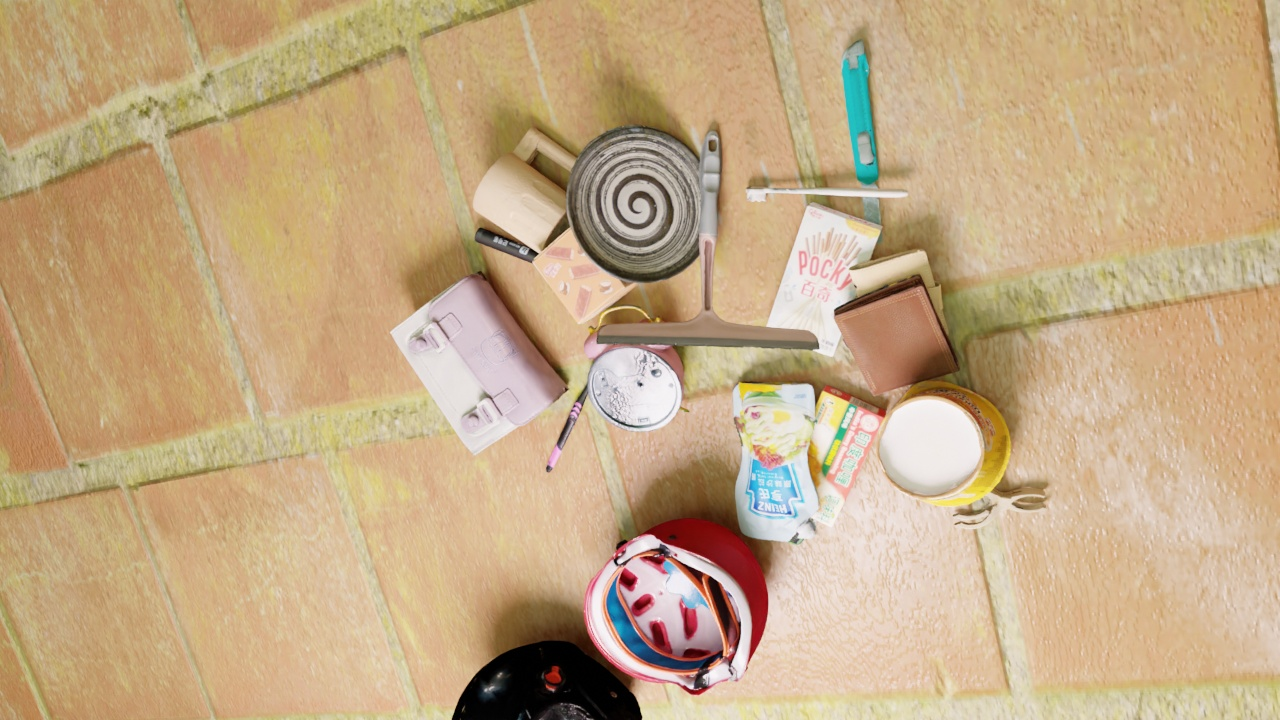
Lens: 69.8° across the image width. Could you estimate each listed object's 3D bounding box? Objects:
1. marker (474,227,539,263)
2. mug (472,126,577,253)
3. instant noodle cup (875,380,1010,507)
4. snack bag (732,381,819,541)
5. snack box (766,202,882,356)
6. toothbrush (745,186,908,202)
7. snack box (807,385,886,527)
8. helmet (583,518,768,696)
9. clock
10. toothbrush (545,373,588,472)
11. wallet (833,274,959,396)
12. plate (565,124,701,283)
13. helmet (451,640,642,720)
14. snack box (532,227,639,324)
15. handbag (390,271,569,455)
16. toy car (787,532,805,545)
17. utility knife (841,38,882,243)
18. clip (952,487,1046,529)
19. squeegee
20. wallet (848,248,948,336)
[{"bbox_3d":[-0.149,-0.136,1.159,0.132,0.020,0.022,23,141,12],"label":"marker"},{"bbox_3d":[-0.124,-0.203,1.105,0.103,0.084,0.124,36,88,6],"label":"mug"},{"bbox_3d":[0.316,0.092,0.980,0.138,0.109,0.138,-2,86,27],"label":"instant noodle cup"},{"bbox_3d":[0.159,0.120,1.084,0.110,0.038,0.191,0,95,30],"label":"snack bag"},{"bbox_3d":[0.204,-0.090,1.034,0.085,0.026,0.157,22,114,14],"label":"snack box"},{"bbox_3d":[0.202,-0.182,1.009,0.180,0.016,0.016,5,116,24],"label":"toothbrush"},{"bbox_3d":[0.223,0.114,1.086,0.077,0.027,0.156,25,112,13],"label":"snack box"},{"bbox_3d":[0.056,0.292,1.141,0.241,0.143,0.207,-28,94,39],"label":"helmet"},{"bbox_3d":[-0.007,0.006,1.110,0.117,0.059,0.158,-8,115,19],"label":"clock"},{"bbox_3d":[-0.089,0.075,1.198,0.014,0.017,0.190,30,115,8],"label":"toothbrush"},{"bbox_3d":[0.277,-0.023,0.998,0.101,0.032,0.124,-21,117,25],"label":"wallet"},{"bbox_3d":[-0.001,-0.177,1.043,0.179,0.024,0.179,-1,92,-19],"label":"plate"},{"bbox_3d":[-0.139,0.489,1.202,0.230,0.274,0.234,36,106,37],"label":"helmet"},{"bbox_3d":[-0.056,-0.111,1.089,0.077,0.092,0.094,-37,90,26],"label":"snack box"},{"bbox_3d":[-0.208,0.003,1.182,0.145,0.098,0.197,-34,92,20],"label":"handbag"},{"bbox_3d":[0.165,0.192,1.127,0.091,0.036,0.043,29,114,15],"label":"toy car"},{"bbox_3d":[0.241,-0.231,0.987,0.029,0.013,0.216,-4,108,25],"label":"utility knife"},{"bbox_3d":[0.393,0.148,1.030,0.103,0.034,0.092,-28,95,20],"label":"clip"},{"bbox_3d":[0.078,-0.135,1.038,0.247,0.040,0.249,2,84,-2],"label":"squeegee"},{"bbox_3d":[0.285,-0.063,1.001,0.087,0.024,0.115,-14,117,21],"label":"wallet"}]
